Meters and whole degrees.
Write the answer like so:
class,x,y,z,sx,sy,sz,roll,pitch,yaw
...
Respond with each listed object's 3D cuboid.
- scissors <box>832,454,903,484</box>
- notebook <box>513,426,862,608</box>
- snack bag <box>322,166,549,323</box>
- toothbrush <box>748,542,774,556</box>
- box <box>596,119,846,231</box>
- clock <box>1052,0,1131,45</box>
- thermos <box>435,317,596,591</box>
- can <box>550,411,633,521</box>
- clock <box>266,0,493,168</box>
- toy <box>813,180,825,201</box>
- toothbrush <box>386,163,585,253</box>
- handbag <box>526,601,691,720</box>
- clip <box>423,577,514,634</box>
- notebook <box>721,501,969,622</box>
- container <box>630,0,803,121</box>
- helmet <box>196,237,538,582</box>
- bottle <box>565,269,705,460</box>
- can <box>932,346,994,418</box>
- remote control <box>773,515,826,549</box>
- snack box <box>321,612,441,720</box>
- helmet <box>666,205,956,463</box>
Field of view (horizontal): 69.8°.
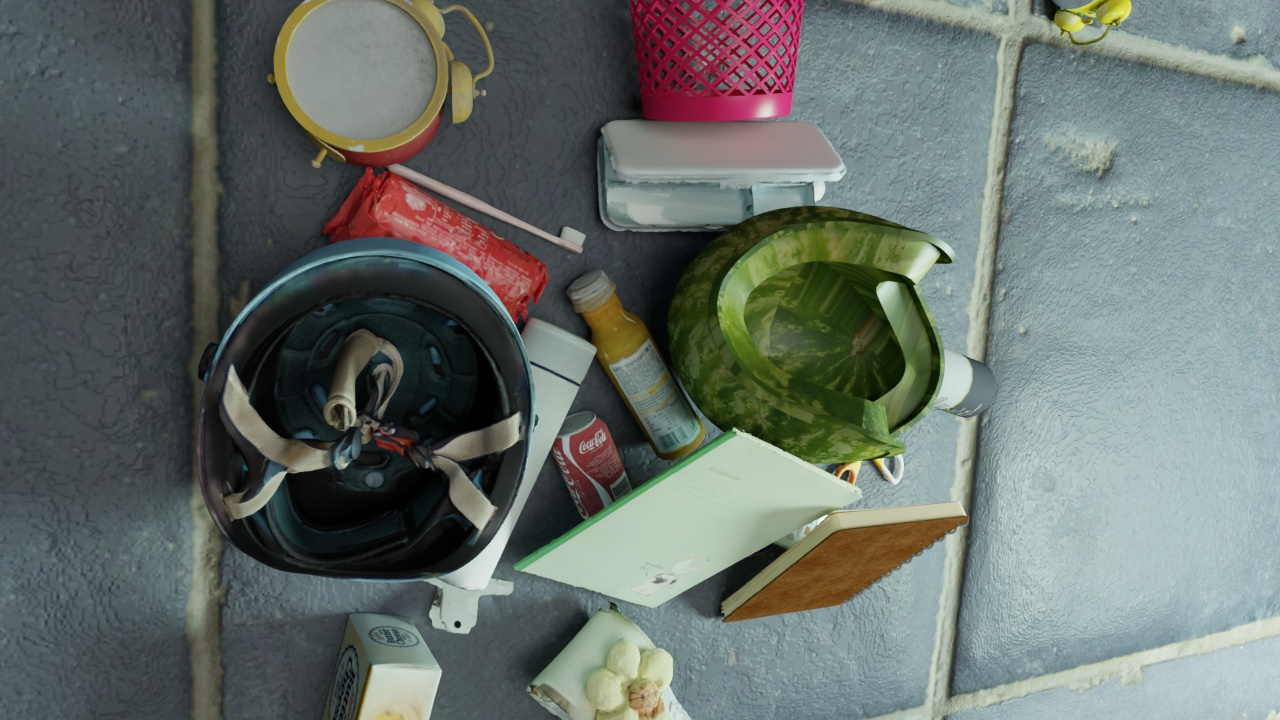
class,x,y,z,sx,sy,sz,roll,pitch,yaw
scissors,0.248,0.101,0.997,0.129,0.011,0.125,18,92,-30
notebook,0.039,0.145,0.788,0.253,0.010,0.181,-36,136,29
snack bag,-0.154,-0.082,0.724,0.176,0.082,0.082,29,85,-27
toothbrush,0.081,0.189,0.925,0.135,0.017,0.021,1,92,-27
box,0.071,-0.173,0.789,0.216,0.110,0.107,-5,86,-17
clock,0.490,-0.404,0.994,0.057,0.083,0.119,5,94,-34
thermos,-0.113,0.078,0.780,0.068,0.068,0.230,26,87,-28
can,-0.043,0.098,0.826,0.054,0.054,0.096,-29,110,-20
clock,-0.187,-0.210,0.683,0.158,0.081,0.117,-28,93,-10
toy,0.133,-0.139,0.884,0.076,0.037,0.125,35,81,-29
toothbrush,-0.125,-0.129,0.768,0.181,0.016,0.018,20,82,-28
handbag,-0.009,0.327,0.844,0.112,0.124,0.171,-42,116,-31
clip,-0.160,0.212,0.802,0.101,0.038,0.054,19,77,-27
notebook,0.195,0.198,0.896,0.167,0.226,0.024,0,56,-27
container,0.062,-0.317,0.752,0.183,0.183,0.226,-11,111,-25
helmet,-0.192,0.023,0.660,0.225,0.166,0.266,11,119,-20
bottle,-0.005,0.005,0.829,0.053,0.053,0.186,-38,113,-17
can,0.319,0.017,0.988,0.127,0.064,0.064,18,90,-28
remote control,0.155,0.169,0.952,0.143,0.024,0.049,29,75,-27
snack box,-0.226,0.324,0.744,0.057,0.104,0.208,14,92,-28
helmet,0.143,-0.019,0.795,0.243,0.247,0.213,13,85,15
